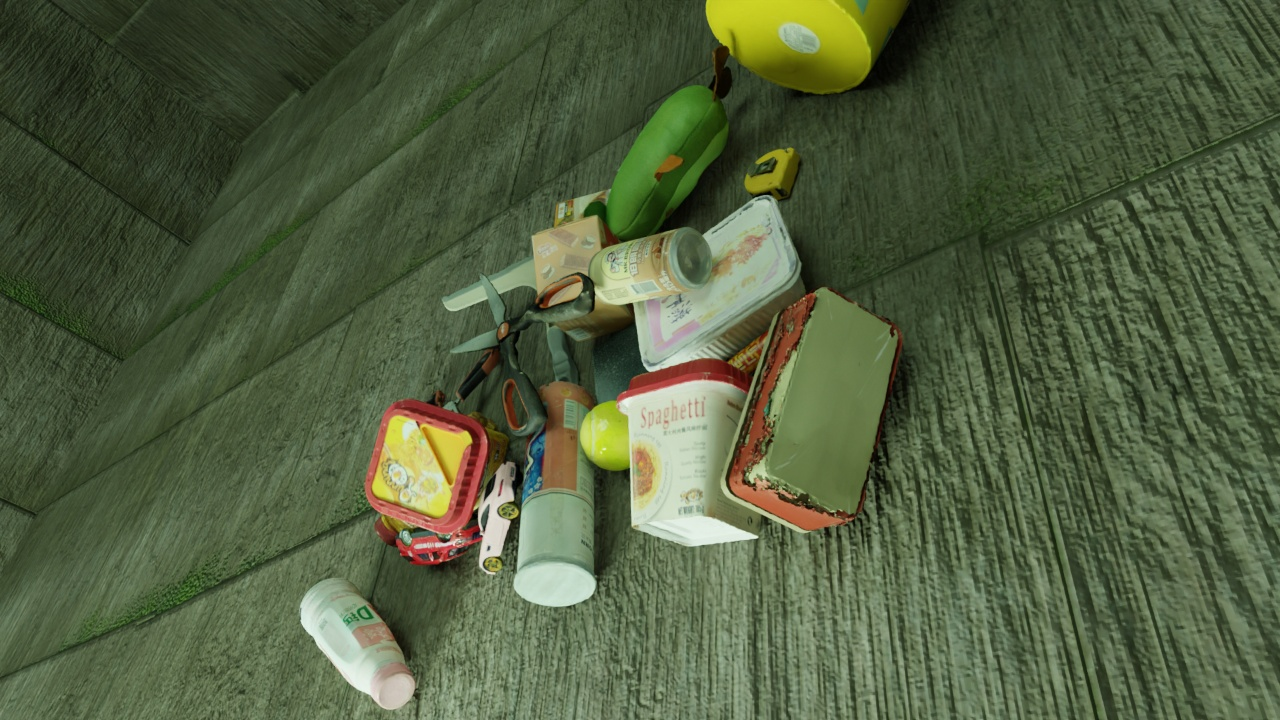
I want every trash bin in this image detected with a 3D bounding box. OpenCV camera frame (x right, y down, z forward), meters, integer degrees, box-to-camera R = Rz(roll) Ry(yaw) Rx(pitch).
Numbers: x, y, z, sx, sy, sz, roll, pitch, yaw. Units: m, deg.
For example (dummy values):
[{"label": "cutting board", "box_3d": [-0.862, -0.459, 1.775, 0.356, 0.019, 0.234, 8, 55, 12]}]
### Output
[{"label": "trash bin", "box_3d": [0.202, -0.439, 0.953, 0.230, 0.229, 0.255, 12, 73, 53]}]

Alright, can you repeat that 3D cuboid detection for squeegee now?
[{"label": "squeegee", "box_3d": [-0.102, -0.038, 1.070, 0.246, 0.039, 0.246, -25, 45, 4]}]

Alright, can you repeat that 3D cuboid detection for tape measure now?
[{"label": "tape measure", "box_3d": [0.135, -0.194, 0.956, 0.057, 0.029, 0.059, -7, 52, 46]}]

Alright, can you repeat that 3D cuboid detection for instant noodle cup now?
[{"label": "instant noodle cup", "box_3d": [0.047, 0.078, 0.737, 0.117, 0.116, 0.124, -16, 59, 40]}, {"label": "instant noodle cup", "box_3d": [-0.197, 0.104, 0.927, 0.116, 0.123, 0.116, 16, 91, 14]}, {"label": "instant noodle cup", "box_3d": [0.080, -0.060, 0.865, 0.174, 0.060, 0.137, -35, 37, 23]}]

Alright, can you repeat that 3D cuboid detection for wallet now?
[{"label": "wallet", "box_3d": [-0.006, 0.005, 0.938, 0.097, 0.019, 0.120, -34, 39, 21]}]

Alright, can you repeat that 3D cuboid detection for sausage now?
[{"label": "sausage", "box_3d": [0.100, -0.003, 0.822, 0.165, 0.021, 0.021, -39, 36, 16]}]

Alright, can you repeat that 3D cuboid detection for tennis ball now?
[{"label": "tennis ball", "box_3d": [-0.023, 0.070, 0.852, 0.066, 0.065, 0.065, -30, 39, 27]}]

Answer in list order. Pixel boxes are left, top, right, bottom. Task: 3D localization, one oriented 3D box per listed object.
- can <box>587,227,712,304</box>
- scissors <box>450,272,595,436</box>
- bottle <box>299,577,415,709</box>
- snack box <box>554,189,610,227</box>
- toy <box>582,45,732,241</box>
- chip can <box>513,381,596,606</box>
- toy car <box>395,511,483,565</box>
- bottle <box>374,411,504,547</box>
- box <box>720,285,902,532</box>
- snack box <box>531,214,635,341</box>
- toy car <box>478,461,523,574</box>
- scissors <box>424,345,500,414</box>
[{"label": "can", "box_3d": [0.008, -0.087, 0.866, 0.117, 0.058, 0.058, -7, 53, 45]}, {"label": "scissors", "box_3d": [-0.125, -0.022, 0.923, 0.221, 0.021, 0.233, -33, 53, 32]}, {"label": "bottle", "box_3d": [-0.291, 0.293, 0.947, 0.197, 0.068, 0.068, 21, 74, 51]}, {"label": "snack box", "box_3d": [-0.067, -0.139, 1.094, 0.075, 0.026, 0.153, -13, 47, 15]}, {"label": "toy", "box_3d": [0.036, -0.234, 1.042, 0.247, 0.090, 0.226, -54, 4, 12]}, {"label": "chip can", "box_3d": [-0.076, 0.118, 0.863, 0.071, 0.071, 0.214, -31, 38, 25]}, {"label": "toy car", "box_3d": [-0.206, 0.188, 0.961, 0.121, 0.052, 0.045, -20, 86, 41]}, {"label": "bottle", "box_3d": [-0.226, 0.136, 1.027, 0.175, 0.057, 0.057, -45, 34, 7]}, {"label": "box", "box_3d": [0.130, 0.032, 0.674, 0.080, 0.091, 0.168, -41, 25, 61]}, {"label": "snack box", "box_3d": [-0.057, -0.085, 0.975, 0.077, 0.092, 0.094, -15, 68, 17]}, {"label": "toy car", "box_3d": [-0.140, 0.152, 0.887, 0.056, 0.037, 0.123, -89, 15, -58]}, {"label": "scissors", "box_3d": [-0.229, 0.052, 1.104, 0.190, 0.015, 0.226, -26, 23, 43]}]
